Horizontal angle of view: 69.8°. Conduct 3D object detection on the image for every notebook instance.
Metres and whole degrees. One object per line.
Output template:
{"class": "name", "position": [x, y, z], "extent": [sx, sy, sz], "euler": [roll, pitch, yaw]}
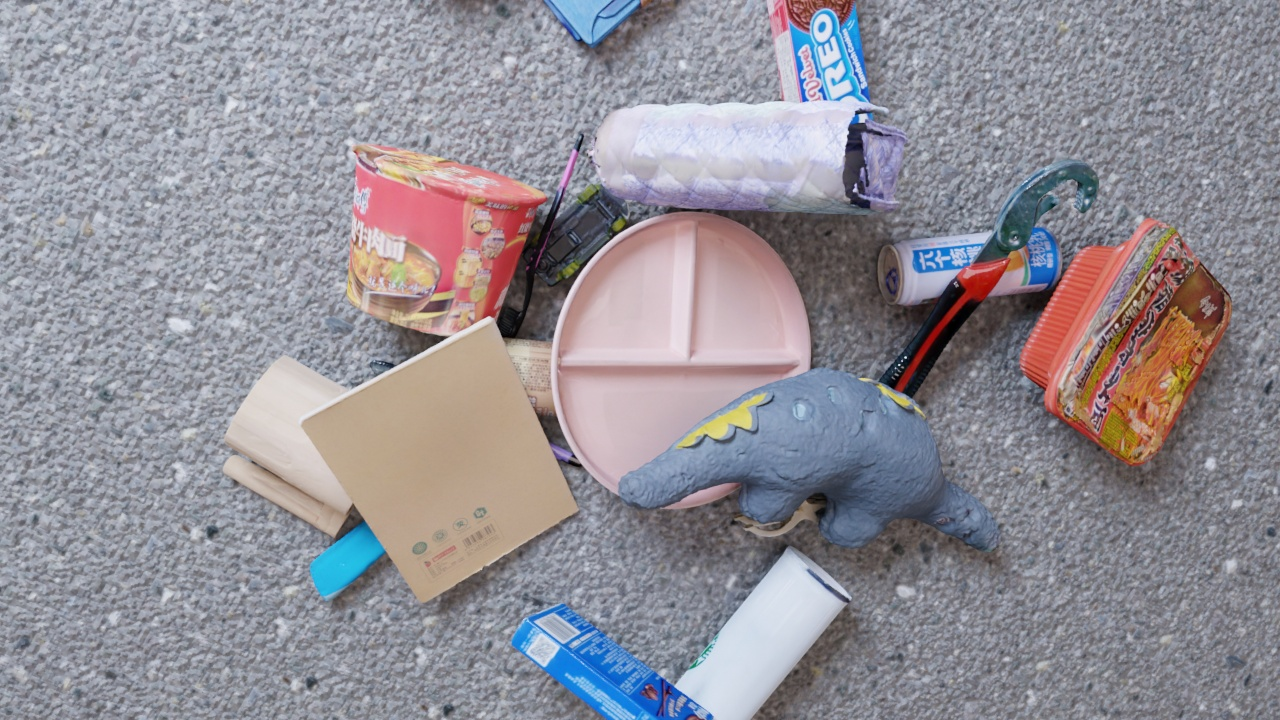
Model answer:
{"class": "notebook", "position": [-0.139, 0.082, 0.685], "extent": [0.147, 0.008, 0.208], "euler": [-30, 129, -13]}

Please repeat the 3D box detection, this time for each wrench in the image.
{"class": "wrench", "position": [0.252, -0.041, 0.724], "extent": [0.056, 0.016, 0.274], "euler": [25, 116, -18]}

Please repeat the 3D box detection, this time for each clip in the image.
{"class": "clip", "position": [0.122, 0.133, 0.773], "extent": [0.103, 0.035, 0.092], "euler": [36, 89, -18]}

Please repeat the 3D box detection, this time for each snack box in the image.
{"class": "snack box", "position": [-0.021, 0.251, 0.718], "extent": [0.157, 0.084, 0.026], "euler": [33, 93, 16]}
{"class": "snack box", "position": [0.132, -0.255, 0.703], "extent": [0.057, 0.058, 0.207], "euler": [-12, 100, -2]}

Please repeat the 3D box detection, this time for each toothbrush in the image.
{"class": "toothbrush", "position": [-0.130, 0.044, 0.736], "extent": [0.189, 0.016, 0.014], "euler": [27, 97, -9]}
{"class": "toothbrush", "position": [-0.076, -0.087, 0.684], "extent": [0.018, 0.014, 0.190], "euler": [26, 125, 1]}

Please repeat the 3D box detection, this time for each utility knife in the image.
{"class": "utility knife", "position": [-0.185, 0.118, 0.742], "extent": [0.199, 0.018, 0.034], "euler": [-40, 98, -3]}

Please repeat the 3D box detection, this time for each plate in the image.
{"class": "plate", "position": [0.033, 0.001, 0.711], "extent": [0.229, 0.028, 0.229], "euler": [-4, 99, -28]}

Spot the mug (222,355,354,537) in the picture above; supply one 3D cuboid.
{"class": "mug", "position": [-0.255, 0.070, 0.703], "extent": [0.103, 0.084, 0.125], "euler": [32, 120, -9]}

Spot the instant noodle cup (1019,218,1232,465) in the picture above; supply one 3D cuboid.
{"class": "instant noodle cup", "position": [0.386, -0.014, 0.738], "extent": [0.188, 0.079, 0.164], "euler": [26, 94, -36]}

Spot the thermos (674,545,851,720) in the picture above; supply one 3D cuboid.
{"class": "thermos", "position": [0.078, 0.261, 0.771], "extent": [0.073, 0.073, 0.224], "euler": [38, 93, -10]}

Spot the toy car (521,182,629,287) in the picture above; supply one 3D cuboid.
{"class": "toy car", "position": [-0.049, -0.100, 0.715], "extent": [0.090, 0.035, 0.042], "euler": [-42, 102, 3]}

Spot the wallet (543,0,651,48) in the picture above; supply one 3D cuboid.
{"class": "wallet", "position": [-0.022, -0.314, 0.687], "extent": [0.133, 0.040, 0.106], "euler": [-41, 96, 1]}

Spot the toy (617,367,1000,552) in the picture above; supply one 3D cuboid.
{"class": "toy", "position": [0.155, 0.079, 0.716], "extent": [0.356, 0.091, 0.138], "euler": [14, 90, -25]}

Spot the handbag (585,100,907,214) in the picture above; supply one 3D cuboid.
{"class": "handbag", "position": [0.078, -0.142, 0.642], "extent": [0.194, 0.134, 0.075], "euler": [8, 100, 32]}

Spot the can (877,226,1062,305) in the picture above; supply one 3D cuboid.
{"class": "can", "position": [0.266, -0.076, 0.746], "extent": [0.134, 0.053, 0.053], "euler": [-6, 99, -6]}

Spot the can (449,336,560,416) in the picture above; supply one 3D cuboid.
{"class": "can", "position": [-0.093, 0.012, 0.716], "extent": [0.116, 0.058, 0.058], "euler": [6, 98, -7]}

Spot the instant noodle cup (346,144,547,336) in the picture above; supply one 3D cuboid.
{"class": "instant noodle cup", "position": [-0.145, -0.085, 0.664], "extent": [0.138, 0.137, 0.109], "euler": [13, 105, -8]}
